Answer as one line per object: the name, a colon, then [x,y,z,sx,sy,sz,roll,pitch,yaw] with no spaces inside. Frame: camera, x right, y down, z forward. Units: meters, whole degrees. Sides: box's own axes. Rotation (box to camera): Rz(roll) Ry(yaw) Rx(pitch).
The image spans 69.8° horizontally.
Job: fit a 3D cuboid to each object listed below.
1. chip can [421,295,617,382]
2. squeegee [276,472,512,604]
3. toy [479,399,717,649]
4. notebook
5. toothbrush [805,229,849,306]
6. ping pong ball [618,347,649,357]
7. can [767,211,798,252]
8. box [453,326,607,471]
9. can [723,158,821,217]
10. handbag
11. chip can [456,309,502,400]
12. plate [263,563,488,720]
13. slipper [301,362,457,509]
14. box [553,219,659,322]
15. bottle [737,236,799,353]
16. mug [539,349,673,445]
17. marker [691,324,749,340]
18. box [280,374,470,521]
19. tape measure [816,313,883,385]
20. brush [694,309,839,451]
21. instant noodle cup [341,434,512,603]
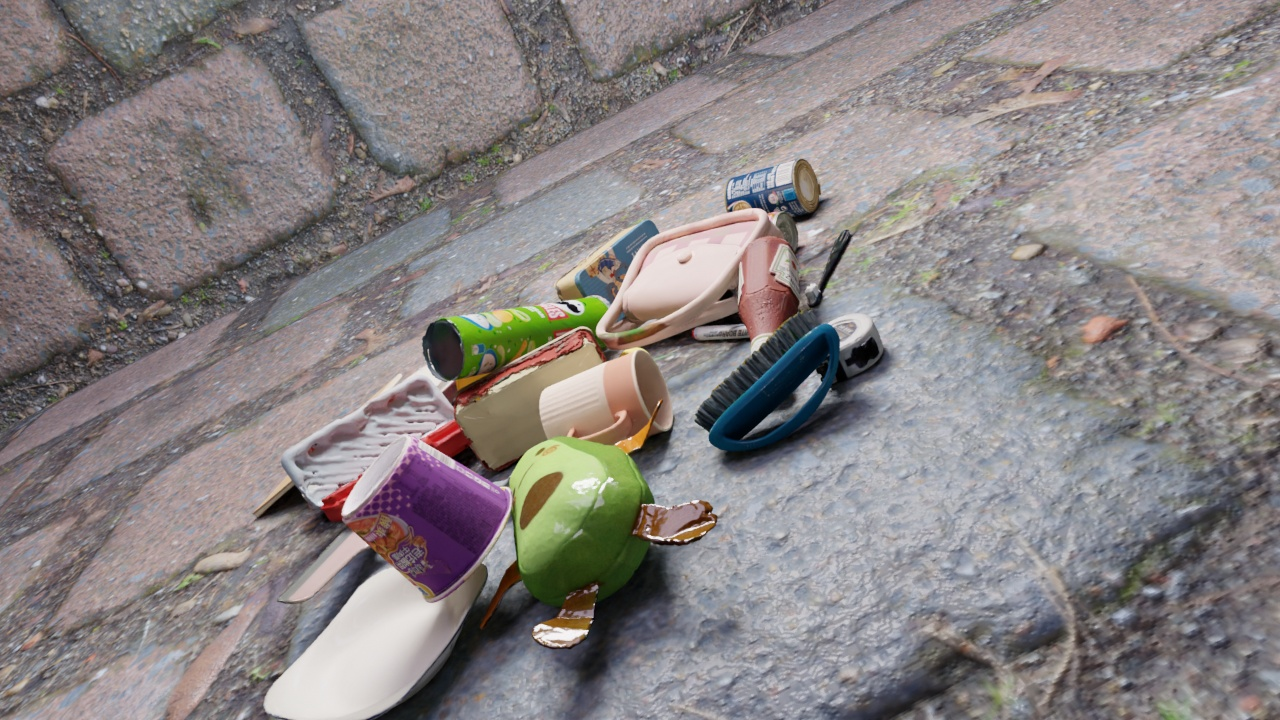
chip can: [-0.132,-0.028,1.051,0.072,0.072,0.235,-5,5,43]
squeegee: [-0.184,0.147,0.889,0.250,0.040,0.247,-23,10,13]
toy: [-0.048,0.123,0.716,0.227,0.090,0.247,-46,22,-7]
notebook: [-0.402,0.107,1.181,0.212,0.012,0.149,-36,15,27]
toothbrush: [0.214,-0.111,1.041,0.016,0.018,0.180,-16,23,34]
ping pong ball: [-0.006,0.006,0.997,0.040,0.040,0.040,-23,22,10]
can: [0.123,-0.148,1.166,0.148,0.058,0.057,-8,29,40]
box: [-0.108,0.041,0.970,0.168,0.091,0.076,-28,19,-1]
can: [0.180,-0.227,1.253,0.111,0.075,0.075,-9,28,36]
handbag: [0.044,-0.075,1.044,0.194,0.093,0.233,-7,28,43]
chip can: [-0.186,-0.005,1.168,0.071,0.071,0.210,-25,18,5]
plate: [-0.203,0.231,0.734,0.164,0.034,0.163,-11,26,35]
slipper: [-0.301,0.088,1.132,0.114,0.054,0.273,-7,34,44]
box: [-0.028,-0.115,1.226,0.061,0.090,0.183,-10,28,50]
bottle: [0.126,-0.044,0.902,0.060,0.060,0.205,-18,38,22]
mug: [-0.035,0.052,0.873,0.106,0.082,0.114,-21,21,19]
marker: [0.111,-0.031,0.979,0.145,0.017,0.017,-1,34,47]
box: [-0.281,0.089,1.018,0.200,0.098,0.119,-34,10,-37]
tape measure: [0.185,-0.012,0.831,0.066,0.033,0.065,-26,24,9]
brush: [0.115,0.025,0.780,0.144,0.055,0.073,-43,60,3]
instant noodle cup: [-0.174,0.120,0.730,0.112,0.099,0.111,-43,20,20]
